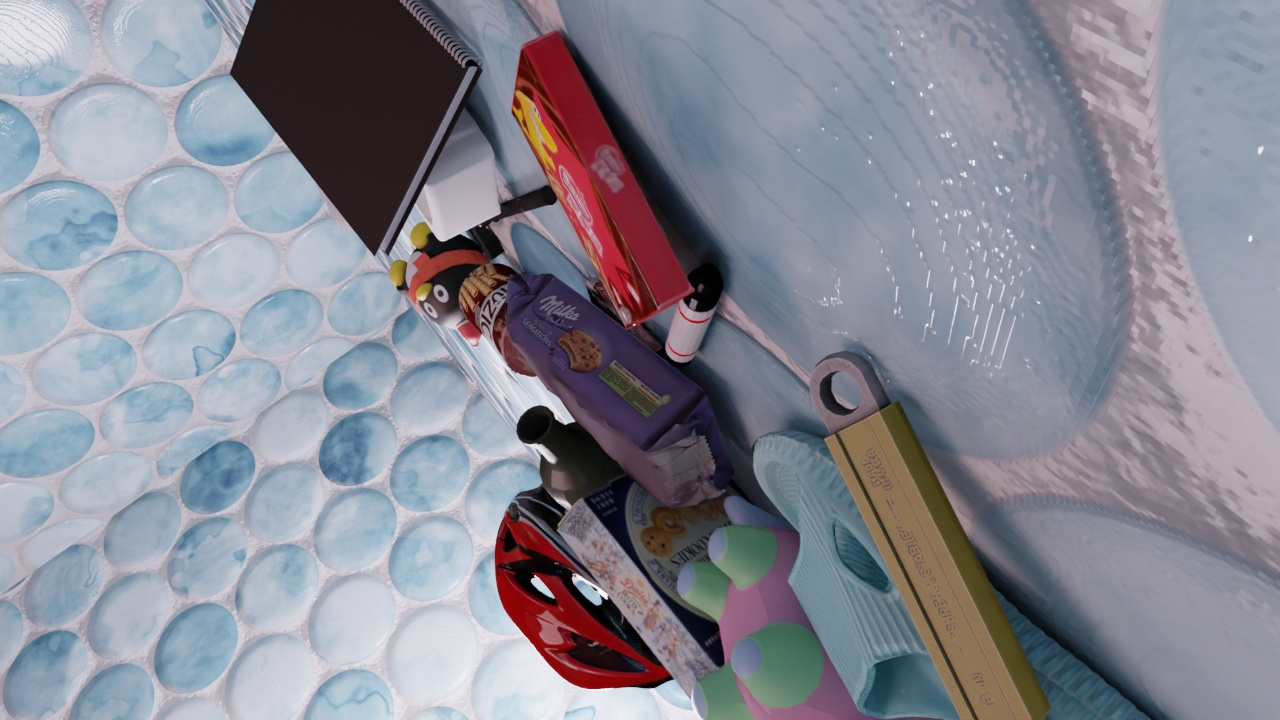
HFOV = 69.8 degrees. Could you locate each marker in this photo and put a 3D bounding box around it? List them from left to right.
[{"bbox_3d":[0.027,-0.023,0.482,0.019,0.019,0.146,51,168,10],"label":"marker"}]

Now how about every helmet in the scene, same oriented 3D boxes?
[{"bbox_3d":[-0.029,0.196,0.911,0.272,0.217,0.167,42,130,43],"label":"helmet"}]

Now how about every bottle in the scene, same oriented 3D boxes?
[{"bbox_3d":[-0.033,0.094,0.741,0.071,0.071,0.207,43,177,39],"label":"bottle"}]

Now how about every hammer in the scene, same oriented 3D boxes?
[{"bbox_3d":[-0.116,-0.127,0.746,0.095,0.015,0.325,57,167,-15],"label":"hammer"}]

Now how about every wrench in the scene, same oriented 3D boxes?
[{"bbox_3d":[0.130,0.122,0.351,0.084,0.018,0.273,-32,81,40],"label":"wrench"}]

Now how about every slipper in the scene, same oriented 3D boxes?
[{"bbox_3d":[0.131,0.130,0.420,0.276,0.069,0.116,42,161,39],"label":"slipper"}]

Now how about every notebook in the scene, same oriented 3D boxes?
[{"bbox_3d":[-0.196,-0.193,0.607,0.206,0.149,0.016,48,-149,21],"label":"notebook"}]

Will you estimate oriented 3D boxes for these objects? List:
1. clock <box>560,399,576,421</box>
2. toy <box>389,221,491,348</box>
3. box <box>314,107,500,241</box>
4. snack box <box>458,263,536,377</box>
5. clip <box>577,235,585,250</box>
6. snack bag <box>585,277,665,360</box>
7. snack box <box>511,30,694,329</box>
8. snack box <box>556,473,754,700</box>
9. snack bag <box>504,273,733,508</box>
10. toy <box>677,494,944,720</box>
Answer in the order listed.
[{"bbox_3d":[-0.035,0.040,0.833,0.096,0.048,0.138,51,169,8],"label":"clock"},{"bbox_3d":[-0.204,-0.081,1.004,0.099,0.098,0.119,-1,-128,-46],"label":"toy"},{"bbox_3d":[-0.183,-0.137,0.661,0.110,0.130,0.103,52,164,15],"label":"box"},{"bbox_3d":[-0.119,-0.041,0.866,0.121,0.072,0.072,40,163,51],"label":"snack box"},{"bbox_3d":[-0.019,-0.063,0.521,0.062,0.047,0.025,27,-175,-33],"label":"clip"},{"bbox_3d":[-0.004,0.004,0.682,0.074,0.018,0.155,48,167,25],"label":"snack bag"},{"bbox_3d":[-0.022,-0.082,0.449,0.133,0.021,0.089,62,168,-1],"label":"snack box"},{"bbox_3d":[0.038,0.138,0.641,0.145,0.144,0.043,48,124,18],"label":"snack box"},{"bbox_3d":[-0.024,0.019,0.626,0.205,0.058,0.096,37,161,40],"label":"snack bag"},{"bbox_3d":[0.115,0.179,0.535,0.171,0.120,0.221,16,-141,-22],"label":"toy"}]
